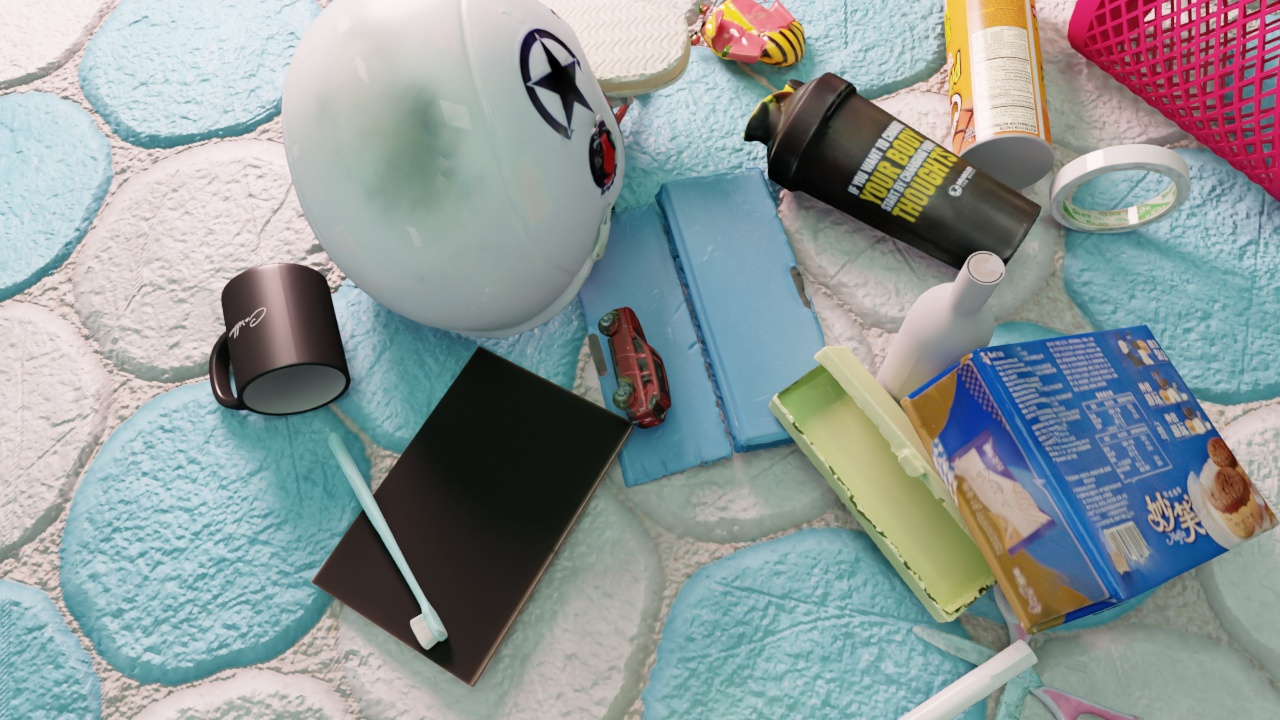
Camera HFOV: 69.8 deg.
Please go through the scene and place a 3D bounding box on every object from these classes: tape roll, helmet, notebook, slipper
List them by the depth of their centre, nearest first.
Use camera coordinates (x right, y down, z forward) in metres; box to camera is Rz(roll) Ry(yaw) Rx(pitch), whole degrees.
[{"bbox_3d":[-0.145,-0.140,0.642,0.237,0.163,0.264,-8,95,20],"label":"helmet"},{"bbox_3d":[-0.117,0.101,0.655,0.141,0.008,0.208,25,69,19],"label":"notebook"},{"bbox_3d":[0.362,-0.128,0.696,0.094,0.094,0.018,6,66,5],"label":"tape roll"},{"bbox_3d":[-0.093,-0.246,0.742,0.273,0.054,0.114,6,65,14],"label":"slipper"}]

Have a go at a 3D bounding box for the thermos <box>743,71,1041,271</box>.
[{"bbox_3d":[0.193,-0.144,0.716,0.221,0.098,0.098,32,71,12],"label":"thermos"}]

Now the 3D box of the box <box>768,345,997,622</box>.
[{"bbox_3d":[0.175,0.075,0.612,0.077,0.091,0.188,-27,71,-38],"label":"box"}]

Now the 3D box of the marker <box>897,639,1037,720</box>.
[{"bbox_3d":[0.193,0.219,0.582,0.133,0.020,0.017,-31,58,-4],"label":"marker"}]

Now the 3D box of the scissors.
[{"bbox_3d":[0.266,0.197,0.601,0.170,0.013,0.172,20,71,15],"label":"scissors"}]

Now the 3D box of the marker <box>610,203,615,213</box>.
[{"bbox_3d":[-0.094,-0.117,0.752,0.145,0.019,0.019,-11,66,-2],"label":"marker"}]

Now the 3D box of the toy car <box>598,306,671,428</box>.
[{"bbox_3d":[-0.004,0.004,0.660,0.036,0.042,0.091,-24,66,15],"label":"toy car"}]

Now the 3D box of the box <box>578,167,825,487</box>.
[{"bbox_3d":[0.044,-0.033,0.697,0.177,0.048,0.231,-15,67,-3],"label":"box"}]

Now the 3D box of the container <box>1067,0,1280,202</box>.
[{"bbox_3d":[0.470,-0.248,0.712,0.183,0.183,0.226,-37,62,-13],"label":"container"}]

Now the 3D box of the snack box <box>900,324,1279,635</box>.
[{"bbox_3d":[0.283,0.064,0.575,0.202,0.069,0.155,-7,63,-36],"label":"snack box"}]

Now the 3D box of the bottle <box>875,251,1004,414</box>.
[{"bbox_3d":[0.194,-0.011,0.595,0.052,0.195,0.052,-1,66,2],"label":"bottle"}]

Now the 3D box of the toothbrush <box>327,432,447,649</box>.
[{"bbox_3d":[-0.181,0.120,0.640,0.016,0.016,0.180,-36,64,-1],"label":"toothbrush"}]

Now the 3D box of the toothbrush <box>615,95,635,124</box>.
[{"bbox_3d":[-0.034,-0.185,0.769,0.016,0.016,0.189,16,60,16],"label":"toothbrush"}]

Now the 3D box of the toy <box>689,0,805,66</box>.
[{"bbox_3d":[0.096,-0.291,0.810,0.103,0.046,0.084,17,54,5],"label":"toy"}]

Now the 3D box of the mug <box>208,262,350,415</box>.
[{"bbox_3d":[-0.279,-0.008,0.688,0.114,0.078,0.088,-29,65,18],"label":"mug"}]

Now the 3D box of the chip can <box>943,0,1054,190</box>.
[{"bbox_3d":[0.294,-0.249,0.763,0.075,0.075,0.214,4,66,4],"label":"chip can"}]
